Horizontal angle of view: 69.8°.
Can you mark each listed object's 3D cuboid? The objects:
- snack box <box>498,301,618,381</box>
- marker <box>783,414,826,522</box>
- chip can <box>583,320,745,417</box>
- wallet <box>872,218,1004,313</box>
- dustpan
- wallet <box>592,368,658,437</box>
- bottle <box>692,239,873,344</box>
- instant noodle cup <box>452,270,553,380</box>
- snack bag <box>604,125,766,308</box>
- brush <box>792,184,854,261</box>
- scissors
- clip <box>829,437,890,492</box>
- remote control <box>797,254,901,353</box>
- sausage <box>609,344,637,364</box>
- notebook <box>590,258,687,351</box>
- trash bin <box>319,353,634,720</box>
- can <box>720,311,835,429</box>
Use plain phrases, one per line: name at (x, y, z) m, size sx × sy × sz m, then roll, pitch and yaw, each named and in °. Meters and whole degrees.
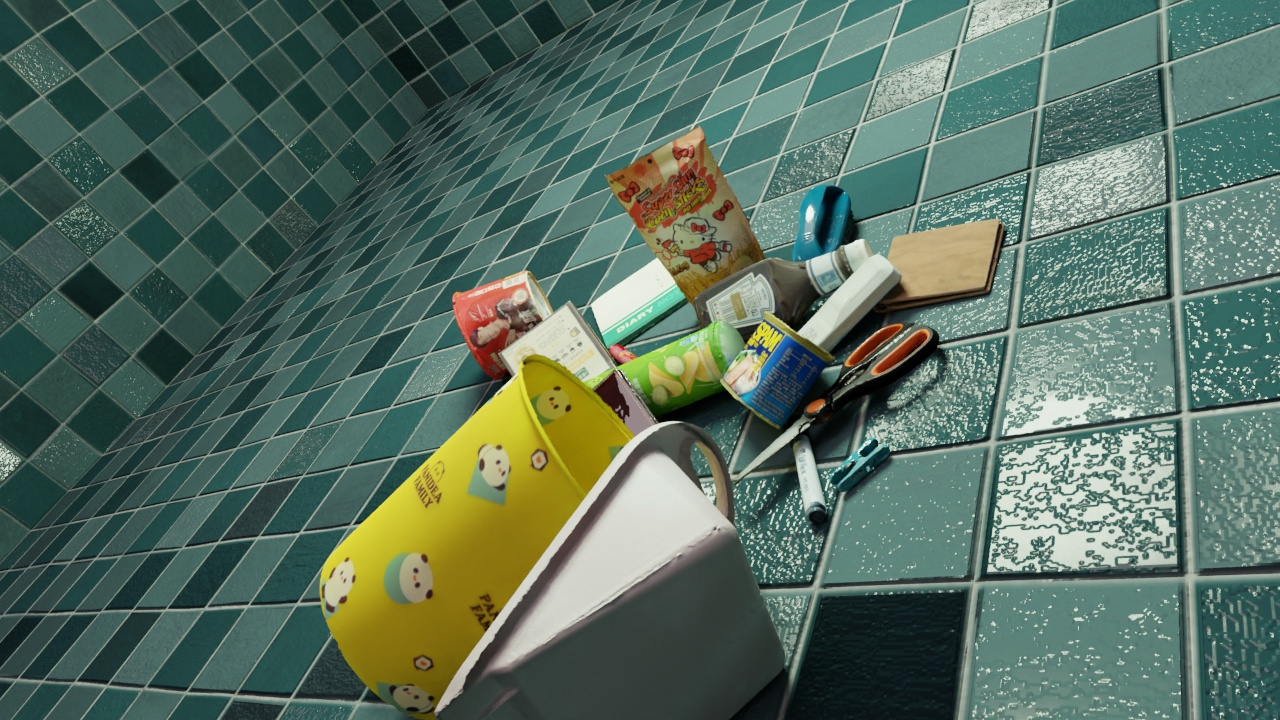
snack box at (-0.095, 0.010, 1.123) m, size 0.113 × 0.053 × 0.125 m, roll -36°, pitch 69°, yaw 3°
marker at (0.142, 0.092, 0.797) m, size 0.023 × 0.018 × 0.130 m, roll -36°, pitch 26°, yaw 22°
chip can at (0.012, 0.027, 0.988) m, size 0.222 × 0.072 × 0.072 m, roll -23°, pitch 31°, yaw 25°
wallet at (0.291, -0.093, 0.899) m, size 0.115 × 0.020 × 0.101 m, roll -9°, pitch 42°, yaw 39°
dustpan at (-0.011, 0.180, 0.646) m, size 0.273 × 0.223 × 0.139 m, roll -32°, pitch 38°, yaw -15°
wallet at (-0.027, 0.079, 0.942) m, size 0.096 × 0.020 × 0.122 m, roll -42°, pitch 56°, yaw 9°
bottle at (0.153, -0.073, 0.974) m, size 0.195 × 0.080 × 0.044 m, roll -24°, pitch -13°, yaw 25°
instant noodle cup at (-0.183, -0.055, 1.287) m, size 0.109 × 0.138 × 0.137 m, roll -25°, pitch 29°, yaw 7°
snack bag at (0.062, -0.153, 1.055) m, size 0.129 × 0.208 × 0.073 m, roll -23°, pitch 26°, yaw 24°
brush at (0.203, -0.150, 1.029) m, size 0.055 × 0.073 × 0.143 m, roll -7°, pitch 40°, yaw 31°
scissors at (0.166, 0.038, 0.832) m, size 0.235 × 0.022 × 0.124 m, roll -32°, pitch 18°, yaw 8°
clip at (0.181, 0.087, 0.762) m, size 0.057 × 0.014 × 0.046 m, roll -41°, pitch 30°, yaw -7°
remote control at (0.202, -0.051, 0.909) m, size 0.125 × 0.024 × 0.049 m, roll -48°, pitch 24°, yaw 15°
sausage at (-0.007, 0.006, 1.099) m, size 0.020 × 0.020 × 0.156 m, roll -41°, pitch 28°, yaw -6°
notebook at (0.031, -0.101, 1.226) m, size 0.209 × 0.012 × 0.150 m, roll -34°, pitch 29°, yaw 6°
trash bin at (-0.118, 0.162, 0.796) m, size 0.255 × 0.229 × 0.229 m, roll -39°, pitch 27°, yaw 10°
can at (0.126, 0.008, 0.866) m, size 0.083 × 0.057 × 0.102 m, roll -55°, pitch 14°, yaw 6°
